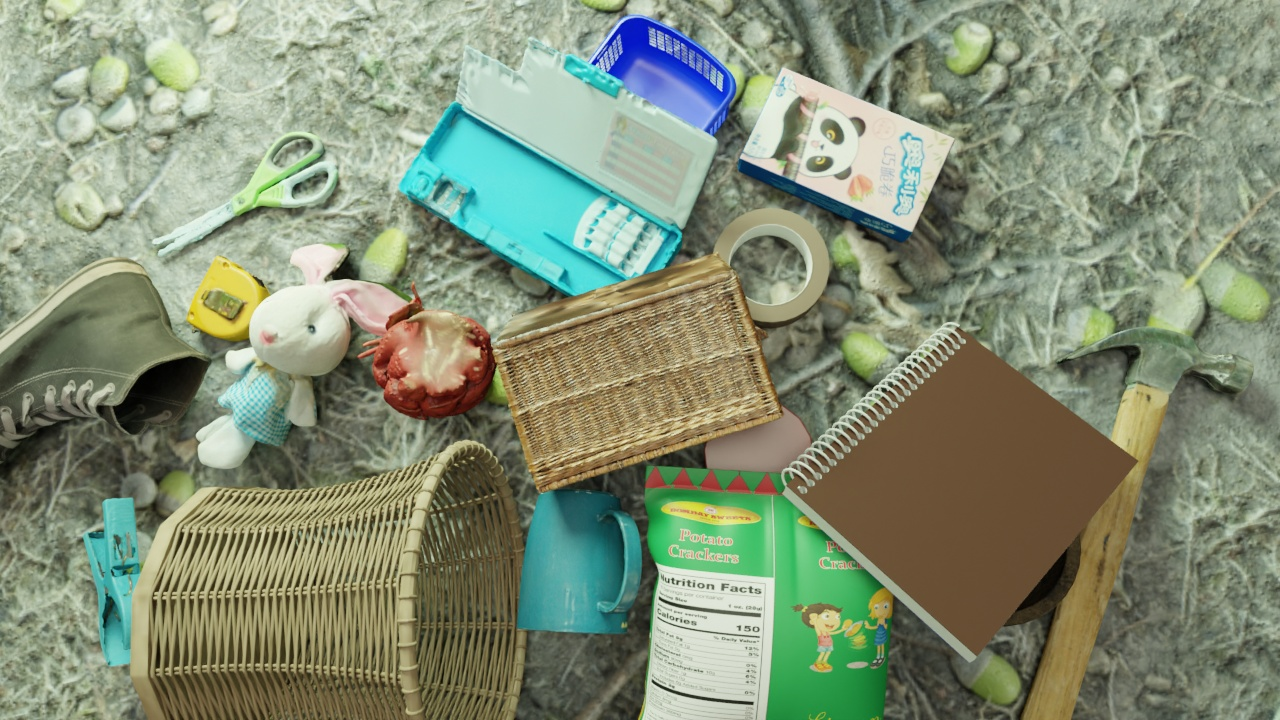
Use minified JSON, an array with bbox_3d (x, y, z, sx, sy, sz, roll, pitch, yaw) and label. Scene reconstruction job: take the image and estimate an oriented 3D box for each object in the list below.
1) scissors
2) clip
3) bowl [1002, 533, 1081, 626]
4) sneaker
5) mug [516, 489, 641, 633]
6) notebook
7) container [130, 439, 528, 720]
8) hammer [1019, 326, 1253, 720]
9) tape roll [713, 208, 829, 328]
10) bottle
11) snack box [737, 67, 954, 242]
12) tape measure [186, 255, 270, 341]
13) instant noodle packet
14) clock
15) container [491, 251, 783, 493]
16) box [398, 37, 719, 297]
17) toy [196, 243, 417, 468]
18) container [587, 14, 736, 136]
[{"bbox_3d":[-0.346,-0.139,0.793,0.175,0.033,0.072,-27,85,-4],"label":"scissors"},{"bbox_3d":[-0.397,0.166,0.708,0.114,0.028,0.126,-34,65,39],"label":"clip"},{"bbox_3d":[0.260,0.140,0.692,0.121,0.056,0.121,-5,68,12],"label":"bowl"},{"bbox_3d":[-0.461,0.038,0.732,0.234,0.095,0.120,-43,72,-12],"label":"sneaker"},{"bbox_3d":[-0.039,0.150,0.689,0.084,0.112,0.104,14,71,-37],"label":"mug"},{"bbox_3d":[0.228,0.081,0.659,0.208,0.022,0.171,-37,66,-25],"label":"notebook"},{"bbox_3d":[-0.205,0.177,0.643,0.196,0.227,0.226,-4,82,10],"label":"container"},{"bbox_3d":[0.354,0.131,0.704,0.132,0.033,0.330,20,84,4],"label":"hammer"},{"bbox_3d":[0.104,-0.074,0.746,0.094,0.030,0.093,0,82,3],"label":"tape roll"},{"bbox_3d":[-0.162,-0.001,0.708,0.099,0.111,0.099,0,83,-3],"label":"bottle"},{"bbox_3d":[0.167,-0.168,0.754,0.154,0.033,0.088,25,85,6],"label":"snack box"},{"bbox_3d":[-0.344,-0.046,0.770,0.059,0.030,0.068,26,85,9],"label":"tape measure"},{"bbox_3d":[0.094,0.208,0.674,0.195,0.090,0.253,4,93,-1],"label":"instant noodle packet"},{"bbox_3d":[0.094,0.084,0.718,0.087,0.044,0.124,-18,82,1],"label":"clock"},{"bbox_3d":[-0.004,0.004,0.681,0.198,0.113,0.113,-17,104,3],"label":"container"},{"bbox_3d":[-0.065,-0.153,0.746,0.227,0.073,0.181,31,110,7],"label":"box"},{"bbox_3d":[-0.287,-0.005,0.725,0.131,0.106,0.205,39,85,10],"label":"toy"},{"bbox_3d":[0.013,-0.215,0.756,0.114,0.058,0.096,35,86,7],"label":"container"}]
